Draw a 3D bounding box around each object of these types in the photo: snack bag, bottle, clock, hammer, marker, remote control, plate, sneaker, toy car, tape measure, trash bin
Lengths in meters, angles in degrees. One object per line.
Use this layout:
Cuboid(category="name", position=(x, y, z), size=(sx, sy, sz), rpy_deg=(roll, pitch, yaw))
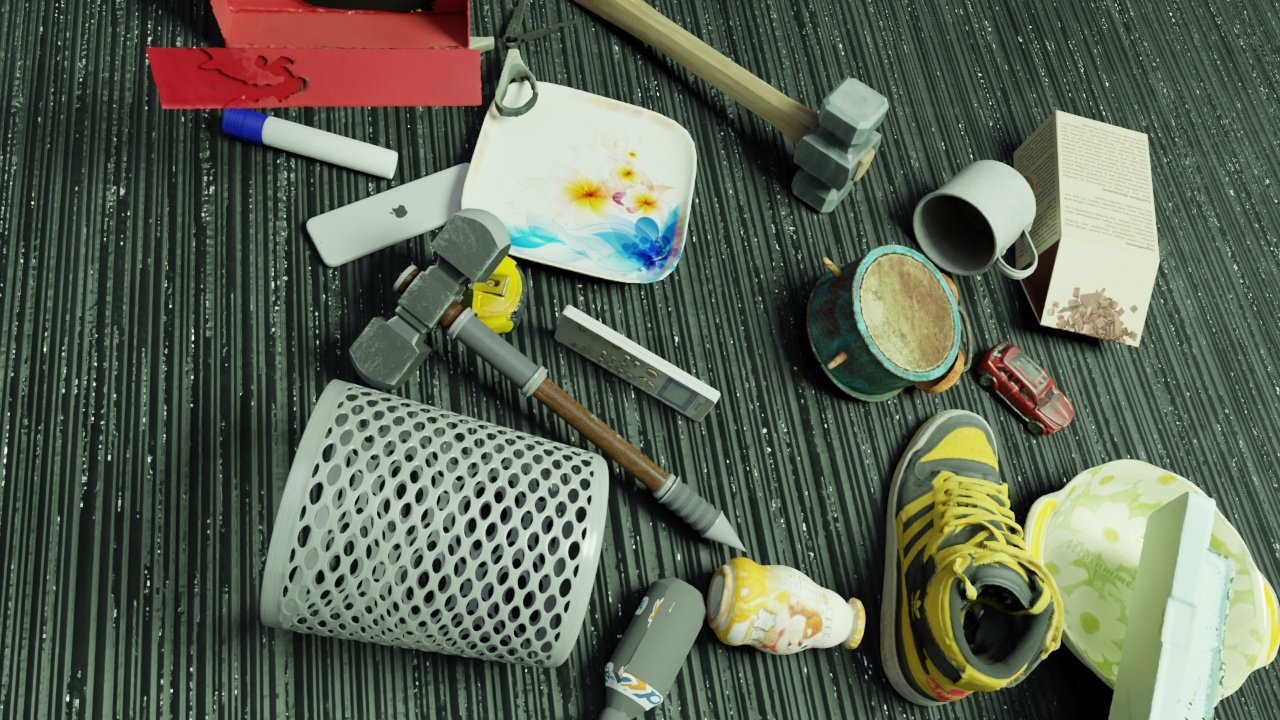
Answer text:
Cuboid(category="snack bag", position=(0.407, -0.115, 0.843), size=(0.094, 0.070, 0.206), rpy_deg=(12, 67, -8))
Cuboid(category="bottle", position=(0.006, 0.206, 0.640), size=(0.047, 0.047, 0.112), rpy_deg=(31, 65, 1))
Cuboid(category="clock", position=(0.213, -0.027, 0.766), size=(0.157, 0.073, 0.121), rpy_deg=(9, 71, -26))
Cuboid(category="hammer", position=(-0.049, 0.040, 0.680), size=(0.322, 0.043, 0.156), rpy_deg=(39, 94, -2))
Cuboid(category="bottle", position=(0.105, 0.180, 0.663), size=(0.109, 0.063, 0.063), rpy_deg=(12, 67, -7))
Cuboid(category="marker", position=(-0.266, -0.176, 0.745), size=(0.133, 0.027, 0.023), rpy_deg=(15, 66, -9))
Cuboid(category="remote control", position=(-0.004, 0.004, 0.716), size=(0.136, 0.050, 0.011), rpy_deg=(30, 65, 1))
Cuboid(category="plate", position=(-0.049, -0.151, 0.781), size=(0.187, 0.016, 0.186), rpy_deg=(14, 61, -7))
Cuboid(category="sneaker", position=(0.246, 0.132, 0.681), size=(0.086, 0.122, 0.238), rpy_deg=(17, 67, -7))
Cuboid(category="hammer", position=(0.067, -0.260, 0.819), size=(0.323, 0.117, 0.051), rpy_deg=(37, 65, 13))
Cuboid(category="toy car", position=(0.334, 0.024, 0.793), size=(0.042, 0.036, 0.091), rpy_deg=(-41, 87, -24))
Cuboid(category="tape measure", position=(-0.120, -0.054, 0.721), size=(0.064, 0.037, 0.065), rpy_deg=(13, 66, -7))
Cuboid(category="trash bin", position=(-0.125, 0.110, 0.593), size=(0.183, 0.157, 0.156), rpy_deg=(14, 66, -9))
Cuboid(category="remote control", position=(-0.194, -0.120, 0.747), size=(0.146, 0.008, 0.045), rpy_deg=(-26, 76, -21))

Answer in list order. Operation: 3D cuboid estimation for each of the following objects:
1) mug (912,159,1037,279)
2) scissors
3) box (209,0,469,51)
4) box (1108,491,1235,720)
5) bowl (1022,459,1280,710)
Cuboid(category="mug", position=(0.307, -0.119, 0.811), size=(0.070, 0.084, 0.113), rpy_deg=(-38, 65, -25))
Cuboid(category="scissors", position=(-0.128, -0.275, 0.813), size=(0.157, 0.013, 0.170), rpy_deg=(-1, 57, -6))
Cuboid(category="box", position=(-0.224, -0.350, 0.629), size=(0.211, 0.379, 0.124), rpy_deg=(-2, 81, -11))
Cuboid(category="box", position=(0.382, 0.204, 0.645), size=(0.122, 0.078, 0.197), rpy_deg=(33, 66, -19))
Cuboid(category="bowl", position=(0.388, 0.178, 0.728), size=(0.219, 0.060, 0.188), rpy_deg=(22, 66, -4))
